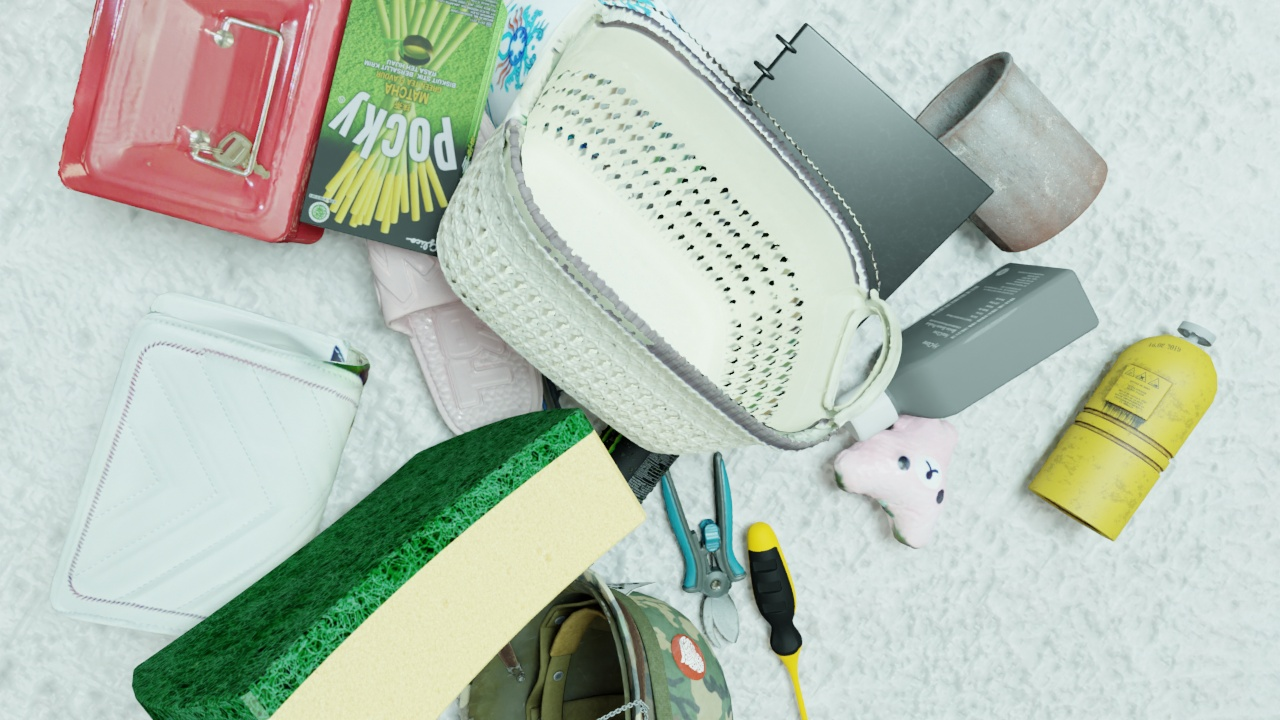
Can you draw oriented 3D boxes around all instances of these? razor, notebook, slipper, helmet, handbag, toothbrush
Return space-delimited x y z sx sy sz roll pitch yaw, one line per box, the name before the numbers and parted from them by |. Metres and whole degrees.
razor | -0.004 0.004 0.637 0.144 0.022 0.042 -13 101 11
notebook | 0.087 -0.079 0.611 0.169 0.019 0.232 37 112 -12
slipper | -0.118 -0.045 0.578 0.094 0.064 0.239 -10 114 1
helmet | -0.050 0.237 0.586 0.235 0.193 0.225 -12 116 -32
handbag | -0.269 0.068 0.587 0.142 0.096 0.198 19 96 -25
toothbrush | 0.110 0.212 0.692 0.031 0.030 0.197 -11 104 16

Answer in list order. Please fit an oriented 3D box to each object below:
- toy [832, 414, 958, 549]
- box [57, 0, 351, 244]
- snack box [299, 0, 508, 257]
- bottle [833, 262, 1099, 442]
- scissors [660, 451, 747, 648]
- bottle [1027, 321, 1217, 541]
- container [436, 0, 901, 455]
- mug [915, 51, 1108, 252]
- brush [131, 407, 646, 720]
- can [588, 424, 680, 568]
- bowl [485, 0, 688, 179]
toy | 0.195 0.076 0.671 0.099 0.053 0.095 42 79 -15
box | -0.239 -0.156 0.544 0.135 0.117 0.157 17 93 -8
snack box | -0.133 -0.140 0.522 0.080 0.025 0.147 14 93 -1
bottle | 0.218 -0.003 0.644 0.174 0.083 0.046 -32 102 -1
scissors | 0.052 0.136 0.677 0.130 0.019 0.150 32 93 -11
bottle | 0.364 0.046 0.677 0.071 0.071 0.164 33 94 -11
container | 0.011 -0.057 0.509 0.251 0.144 0.184 41 51 -21
mug | 0.253 -0.150 0.630 0.110 0.096 0.122 44 60 -17
brush | -0.139 0.130 0.514 0.249 0.196 0.075 -40 105 -39
can | -0.020 0.083 0.640 0.054 0.054 0.138 38 92 -12
bowl | -0.030 -0.183 0.585 0.144 0.074 0.144 -1 99 -7
